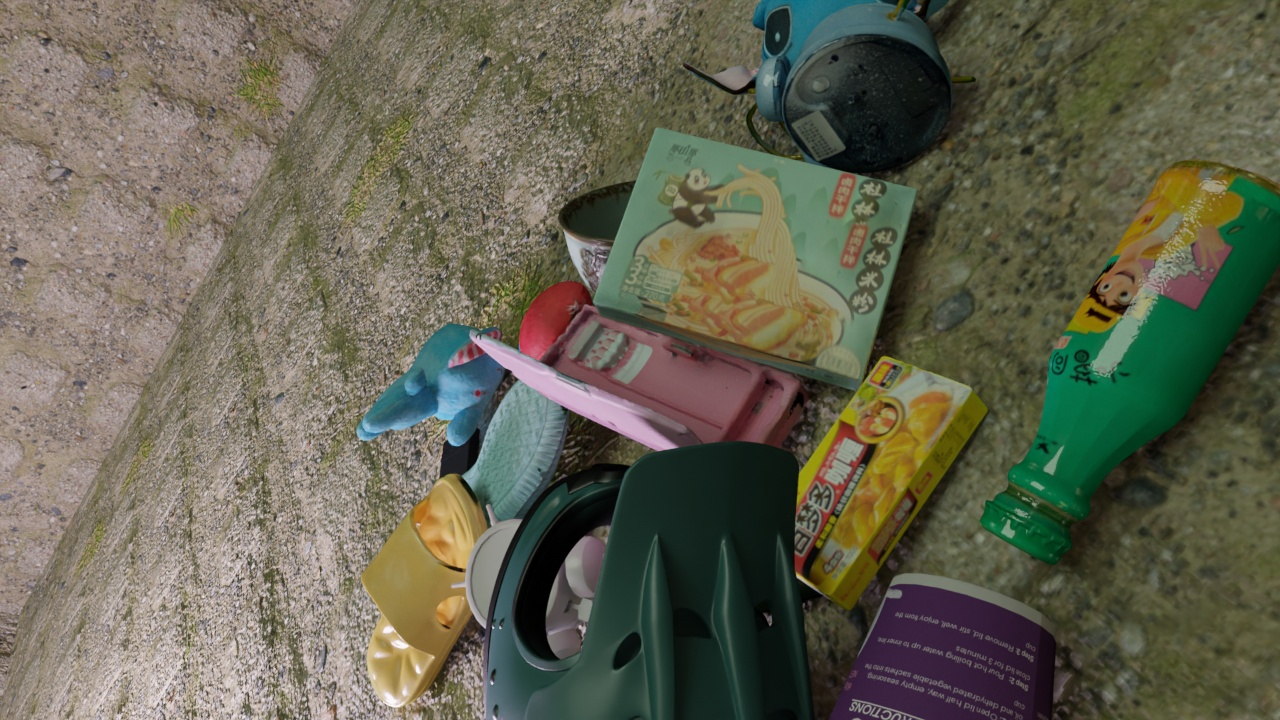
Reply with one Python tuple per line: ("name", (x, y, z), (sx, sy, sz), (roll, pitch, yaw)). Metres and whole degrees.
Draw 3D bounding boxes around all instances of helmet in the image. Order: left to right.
("helmet", (0.008, 0.179, 0.541), (0.201, 0.176, 0.274), (2, 89, 59))

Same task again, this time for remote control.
("remote control", (-0.201, 0.140, 0.999), (0.058, 0.013, 0.133), (-30, 48, 39))

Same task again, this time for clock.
("clock", (-0.077, 0.191, 0.762), (0.159, 0.061, 0.120), (25, 92, 32))
("clock", (0.150, -0.191, 0.671), (0.162, 0.118, 0.059), (-20, 42, 37))

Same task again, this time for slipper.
("slipper", (-0.214, 0.227, 0.857), (0.099, 0.078, 0.264), (41, 120, 30))
("slipper", (-0.126, 0.118, 0.873), (0.277, 0.069, 0.115), (-50, 38, 33))

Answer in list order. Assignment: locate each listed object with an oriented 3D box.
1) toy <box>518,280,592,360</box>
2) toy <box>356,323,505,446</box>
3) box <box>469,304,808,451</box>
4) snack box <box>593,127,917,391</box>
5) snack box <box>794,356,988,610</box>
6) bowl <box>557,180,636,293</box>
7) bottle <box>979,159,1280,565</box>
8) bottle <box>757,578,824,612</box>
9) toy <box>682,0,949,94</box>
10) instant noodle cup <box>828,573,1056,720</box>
("toy", (-0.092, -0.032, 0.934), (0.092, 0.062, 0.133), (-61, 15, -21))
("toy", (-0.216, 0.036, 0.987), (0.180, 0.115, 0.184), (-41, 2, -32))
("box", (-0.006, 0.004, 0.686), (0.233, 0.115, 0.106), (23, 70, 40))
("snack box", (0.081, -0.074, 0.651), (0.194, 0.044, 0.141), (17, 79, 12))
("snack box", (0.140, 0.073, 0.569), (0.152, 0.025, 0.075), (-54, 35, -6))
("bowl", (0.015, -0.088, 0.779), (0.160, 0.159, 0.094), (41, 143, 54))
("bottle", (0.245, 0.005, 0.465), (0.210, 0.068, 0.068), (-60, 35, 5))
("bottle", (0.092, 0.148, 0.604), (0.123, 0.033, 0.033), (-21, 53, 44))
("toy", (0.145, -0.295, 0.754), (0.225, 0.099, 0.191), (-22, 45, 26))
("instant noodle cup", (0.145, 0.179, 0.459), (0.137, 0.122, 0.121), (-14, 48, 58))
